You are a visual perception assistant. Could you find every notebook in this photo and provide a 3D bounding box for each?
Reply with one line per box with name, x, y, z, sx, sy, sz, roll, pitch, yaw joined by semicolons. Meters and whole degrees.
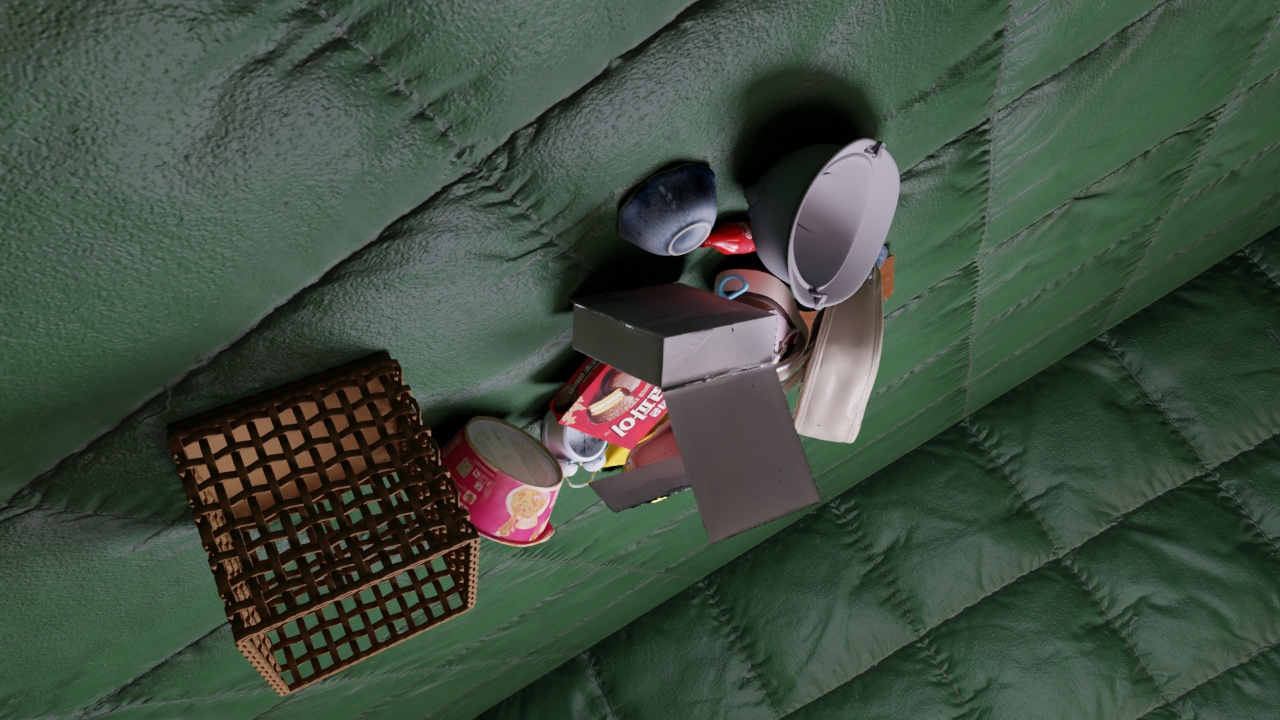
notebook;0.287;-0.077;1.412;0.225;0.024;0.167;-31;157;3

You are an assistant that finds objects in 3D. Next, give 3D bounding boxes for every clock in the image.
clock;-0.086;0.110;1.222;0.083;0.117;0.057;-8;-176;-40

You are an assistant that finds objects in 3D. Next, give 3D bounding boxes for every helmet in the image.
helmet;0.176;-0.160;0.985;0.270;0.118;0.183;-3;115;-59

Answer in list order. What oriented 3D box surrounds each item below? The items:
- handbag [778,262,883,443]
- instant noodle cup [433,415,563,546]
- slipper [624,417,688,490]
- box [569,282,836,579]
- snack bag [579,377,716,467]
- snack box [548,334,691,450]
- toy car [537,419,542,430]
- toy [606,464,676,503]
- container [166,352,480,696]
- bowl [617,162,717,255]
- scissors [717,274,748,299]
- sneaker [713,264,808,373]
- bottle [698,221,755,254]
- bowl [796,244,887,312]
handbag;0.236;-0.011;1.191;0.132;0.183;0.229;11;155;4
instant noodle cup;-0.172;0.139;1.131;0.078;0.178;0.178;-56;151;15
slipper;0.068;0.112;1.281;0.197;0.093;0.081;-28;147;-5
box;0.068;0.051;0.985;0.166;0.330;0.165;-12;165;-37
snack bag;0.026;0.079;1.363;0.159;0.068;0.248;-6;148;-48
snack box;-0.016;0.032;1.157;0.132;0.035;0.152;25;113;-42
toy car;-0.092;0.089;1.281;0.112;0.039;0.039;-15;175;-33
toy;0.048;0.177;1.572;0.207;0.092;0.134;-32;161;-1
container;-0.311;0.171;0.937;0.219;0.214;0.252;-21;157;-22
bowl;0.036;-0.141;0.916;0.110;0.055;0.110;-26;159;-11
scissors;0.088;-0.055;1.091;0.015;0.135;0.130;-20;137;-60
sneaker;0.159;-0.014;1.211;0.112;0.116;0.294;6;163;14
bottle;0.110;-0.139;1.037;0.118;0.036;0.036;-10;150;-40
bowl;0.251;-0.128;1.211;0.137;0.057;0.137;-25;158;-11
